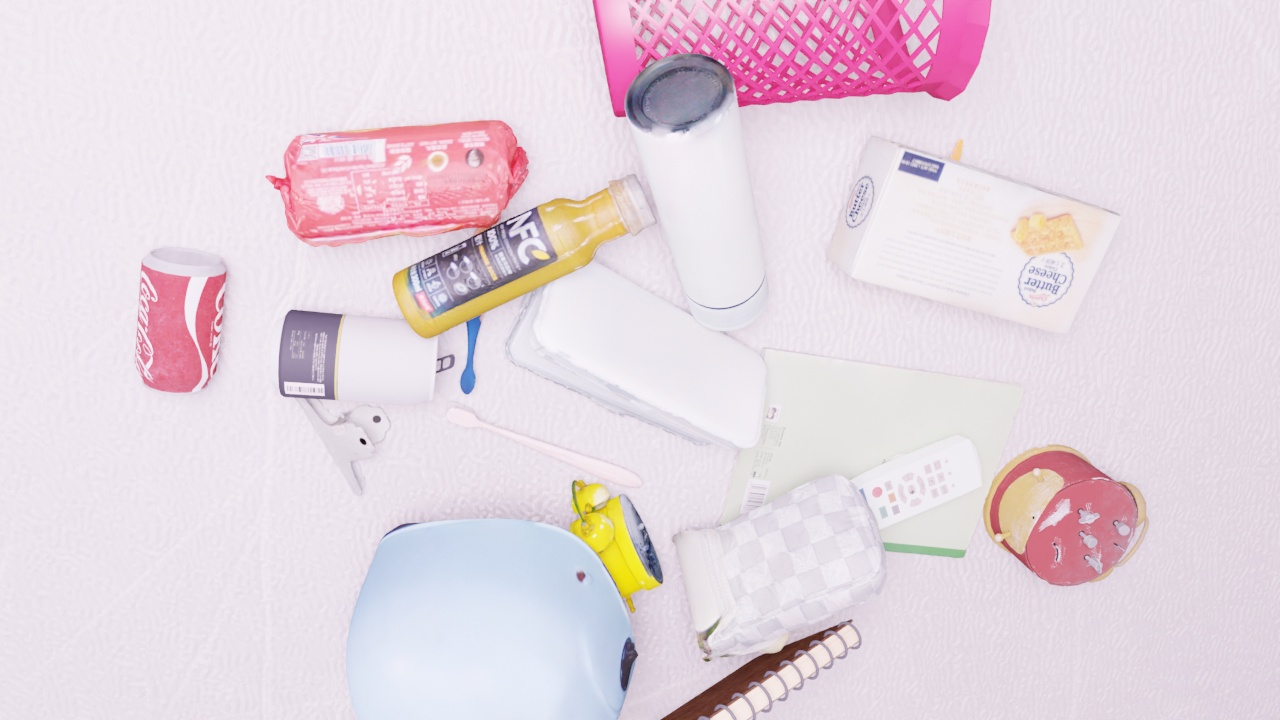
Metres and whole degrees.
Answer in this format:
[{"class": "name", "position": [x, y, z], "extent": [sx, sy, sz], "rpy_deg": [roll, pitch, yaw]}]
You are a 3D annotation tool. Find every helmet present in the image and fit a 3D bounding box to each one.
[{"class": "helmet", "position": [-0.122, 0.252, 0.718], "extent": [0.226, 0.166, 0.266], "rpy_deg": [-6, 130, 17]}]

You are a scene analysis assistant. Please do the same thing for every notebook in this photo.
[{"class": "notebook", "position": [0.065, 0.285, 0.751], "extent": [0.224, 0.168, 0.024], "rpy_deg": [-19, 73, -35]}, {"class": "notebook", "position": [0.206, 0.090, 0.824], "extent": [0.252, 0.010, 0.182], "rpy_deg": [7, 108, -13]}]

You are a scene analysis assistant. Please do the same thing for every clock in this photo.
[{"class": "clock", "position": [0.405, 0.152, 0.846], "extent": [0.158, 0.081, 0.117], "rpy_deg": [20, 105, -17]}, {"class": "clock", "position": [-0.025, 0.148, 0.761], "extent": [0.057, 0.083, 0.119], "rpy_deg": [-25, 115, 5]}]

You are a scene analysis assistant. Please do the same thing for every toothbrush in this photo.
[{"class": "toothbrush", "position": [-0.077, 0.072, 0.760], "extent": [0.181, 0.018, 0.016], "rpy_deg": [24, 104, -21]}, {"class": "toothbrush", "position": [-0.128, -0.039, 0.710], "extent": [0.021, 0.017, 0.135], "rpy_deg": [4, 106, -17]}]

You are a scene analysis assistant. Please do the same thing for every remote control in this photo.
[{"class": "remote control", "position": [0.233, 0.112, 0.817], "extent": [0.143, 0.024, 0.049], "rpy_deg": [-22, 109, -3]}]

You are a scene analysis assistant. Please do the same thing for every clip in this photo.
[{"class": "clip", "position": [-0.227, 0.060, 0.719], "extent": [0.054, 0.038, 0.102], "rpy_deg": [-20, 114, 10]}]

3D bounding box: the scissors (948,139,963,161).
[{"class": "scissors", "position": [0.248, -0.119, 0.756], "extent": [0.129, 0.011, 0.125], "rpy_deg": [10, 109, -16]}]

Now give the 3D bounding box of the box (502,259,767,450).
[{"class": "box", "position": [-0.006, 0.004, 0.741], "extent": [0.216, 0.110, 0.107], "rpy_deg": [29, 59, -21]}]

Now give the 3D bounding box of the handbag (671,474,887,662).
[{"class": "handbag", "position": [0.125, 0.177, 0.772], "extent": [0.172, 0.112, 0.123], "rpy_deg": [-27, 141, 17]}]

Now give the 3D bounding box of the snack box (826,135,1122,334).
[{"class": "snack box", "position": [0.263, -0.097, 0.729], "extent": [0.207, 0.057, 0.104], "rpy_deg": [12, 109, -16]}]

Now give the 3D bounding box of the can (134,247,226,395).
[{"class": "can", "position": [-0.327, -0.028, 0.653], "extent": [0.054, 0.054, 0.097], "rpy_deg": [9, 107, -14]}]

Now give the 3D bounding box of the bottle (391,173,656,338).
[{"class": "bottle", "position": [-0.080, -0.075, 0.646], "extent": [0.186, 0.053, 0.053], "rpy_deg": [-24, 112, 5]}]

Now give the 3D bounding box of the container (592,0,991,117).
[{"class": "container", "position": [0.082, -0.243, 0.601], "extent": [0.226, 0.183, 0.183], "rpy_deg": [-10, 111, 1]}]

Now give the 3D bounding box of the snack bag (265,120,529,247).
[{"class": "snack bag", "position": [-0.164, -0.122, 0.636], "extent": [0.176, 0.082, 0.082], "rpy_deg": [-7, 111, -8]}]

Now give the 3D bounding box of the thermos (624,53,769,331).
[{"class": "thermos", "position": [0.046, -0.102, 0.628], "extent": [0.068, 0.068, 0.230], "rpy_deg": [-27, 149, -1]}]

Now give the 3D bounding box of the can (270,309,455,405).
[{"class": "can", "position": [-0.203, -0.001, 0.681], "extent": [0.127, 0.064, 0.064], "rpy_deg": [5, 108, -13]}]
